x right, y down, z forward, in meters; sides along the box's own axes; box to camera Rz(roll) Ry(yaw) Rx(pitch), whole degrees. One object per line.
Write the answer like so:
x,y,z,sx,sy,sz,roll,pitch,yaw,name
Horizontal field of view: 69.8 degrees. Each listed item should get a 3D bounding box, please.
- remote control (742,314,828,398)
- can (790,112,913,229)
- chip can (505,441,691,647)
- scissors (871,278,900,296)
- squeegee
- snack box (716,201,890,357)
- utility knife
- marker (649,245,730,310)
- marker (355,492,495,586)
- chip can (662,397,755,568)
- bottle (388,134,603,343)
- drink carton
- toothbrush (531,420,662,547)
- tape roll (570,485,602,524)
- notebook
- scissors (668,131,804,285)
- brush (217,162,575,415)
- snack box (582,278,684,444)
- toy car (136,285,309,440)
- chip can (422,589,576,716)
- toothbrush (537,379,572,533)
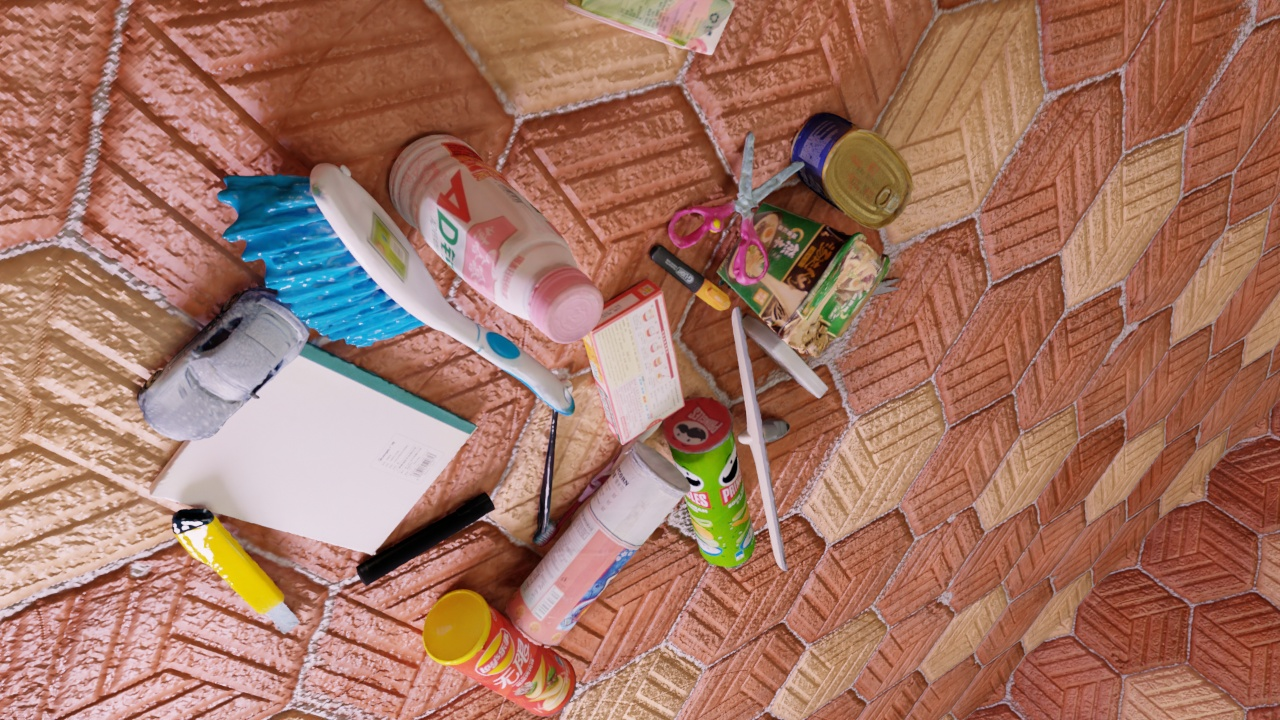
0.151,-0.004,0.958,0.019,0.056,0.135,-50,140,2,remote control
0.200,-0.177,0.862,0.148,0.049,0.075,21,107,-48,can
-0.044,0.184,0.908,0.215,0.071,0.071,-51,140,11,chip can
0.229,-0.078,0.998,0.173,0.014,0.141,-39,141,-9,scissors
0.127,0.076,0.962,0.039,0.246,0.246,-11,176,14,squeegee
0.143,-0.082,0.840,0.117,0.105,0.118,-55,152,9,snack box
-0.314,0.170,0.724,0.033,0.015,0.197,-16,139,-6,utility knife
0.047,-0.074,0.841,0.123,0.015,0.018,31,95,-48,marker
-0.191,0.159,0.821,0.131,0.020,0.022,-29,148,-20,marker
0.080,0.140,1.003,0.072,0.072,0.236,-34,139,-15,chip can
-0.091,-0.076,0.576,0.068,0.197,0.068,-24,136,-25,bottle
0.000,-0.248,0.626,0.122,0.053,0.046,1,122,-41,drink carton
-0.042,0.116,0.921,0.187,0.016,0.017,-47,130,1,toothbrush
-0.035,0.164,0.967,0.085,0.014,0.086,-23,135,-25,tape roll
-0.241,0.073,0.713,0.150,0.012,0.209,-50,140,4,notebook
0.092,-0.126,0.795,0.133,0.124,0.017,-35,-176,-1,scissors
-0.151,-0.027,0.647,0.109,0.060,0.315,-15,145,11,brush
-0.005,0.005,0.851,0.077,0.027,0.156,-31,138,-17,snack box
-0.273,0.005,0.603,0.120,0.037,0.054,-43,125,0,toy car
-0.140,0.309,0.950,0.073,0.073,0.217,-40,140,-8,chip can
-0.083,0.094,0.864,0.018,0.016,0.181,-20,132,-41,toothbrush
